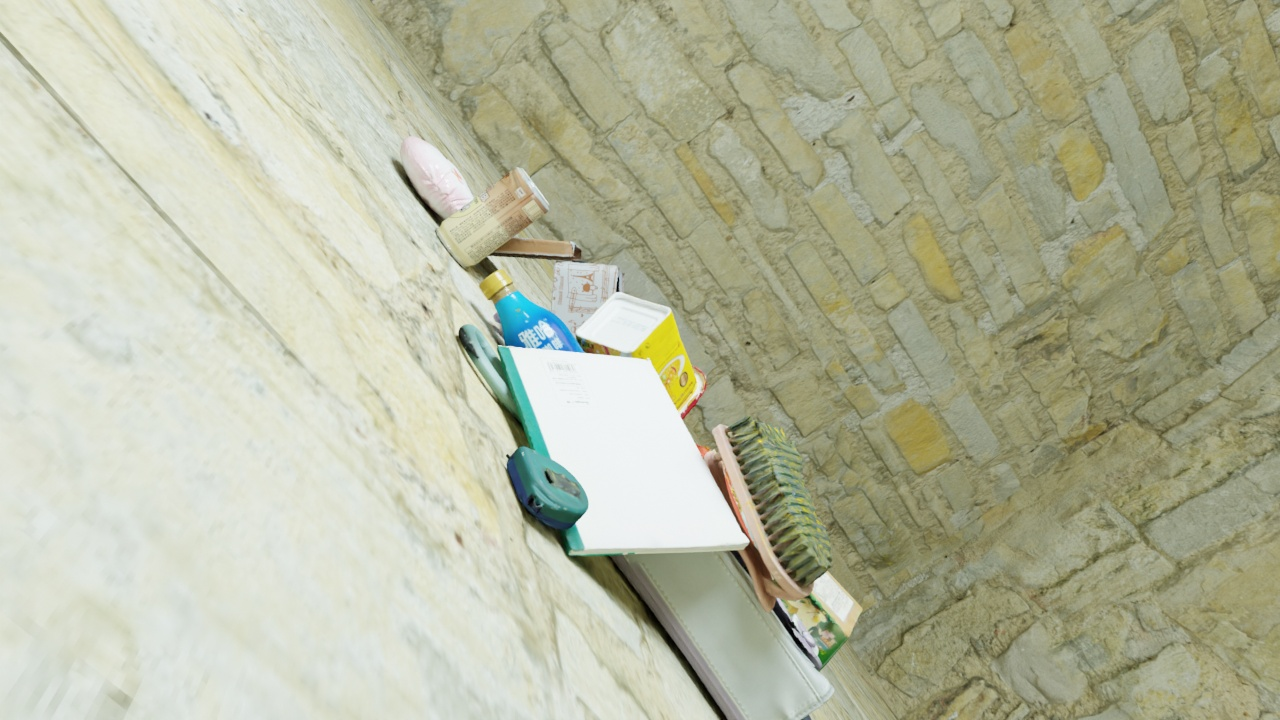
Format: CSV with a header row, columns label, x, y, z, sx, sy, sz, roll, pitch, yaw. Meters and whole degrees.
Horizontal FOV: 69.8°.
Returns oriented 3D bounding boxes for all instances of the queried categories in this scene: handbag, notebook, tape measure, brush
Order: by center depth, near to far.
label,x,y,z,sx,sy,sz,roll,pitch,yaw
tape measure,-0.060,0.085,0.610,0.054,0.025,0.058,29,19,-37
notebook,-0.019,0.064,0.715,0.150,0.012,0.209,5,39,-31
brush,0.098,0.119,0.715,0.063,0.073,0.145,22,40,-46
handbag,0.067,0.204,0.771,0.197,0.098,0.145,55,-3,5

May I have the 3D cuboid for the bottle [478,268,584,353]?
label,x,y,z,sx,sy,sz,roll,pitch,yaw
bottle,-0.082,0.007,0.895,0.218,0.065,0.065,53,3,-1

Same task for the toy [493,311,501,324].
label,x,y,z,sx,sy,sz,roll,pitch,yaw
toy,-0.111,-0.015,0.957,0.108,0.039,0.083,59,16,-8

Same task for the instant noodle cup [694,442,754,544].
label,x,y,z,sx,sy,sz,roll,pitch,yaw
instant noodle cup,0.062,0.167,0.918,0.189,0.079,0.164,153,-88,-83

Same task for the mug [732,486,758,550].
label,x,y,z,sx,sy,sz,roll,pitch,yaw
mug,0.121,0.208,1.175,0.082,0.106,0.112,27,-40,49

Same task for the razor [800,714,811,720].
label,x,y,z,sx,sy,sz,roll,pitch,yaw
razor,0.125,0.315,0.874,0.167,0.062,0.068,61,-26,21

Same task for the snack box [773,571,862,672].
label,x,y,z,sx,sy,sz,roll,pitch,yaw
snack box,0.174,0.284,0.998,0.118,0.106,0.117,48,23,10

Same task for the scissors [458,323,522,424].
label,x,y,z,sx,sy,sz,roll,pitch,yaw
scissors,-0.102,0.030,0.774,0.181,0.019,0.170,53,4,-34

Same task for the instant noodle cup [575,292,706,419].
label,x,y,z,sx,sy,sz,roll,pitch,yaw
instant noodle cup,-0.006,0.006,0.950,0.116,0.115,0.124,20,-39,33

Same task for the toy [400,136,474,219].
label,x,y,z,sx,sy,sz,roll,pitch,yaw
toy,-0.238,-0.210,1.075,0.121,0.054,0.159,54,-5,-22

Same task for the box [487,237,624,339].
label,x,y,z,sx,sy,sz,roll,pitch,yaw
box,-0.116,-0.068,1.143,0.181,0.197,0.157,-94,-170,-86

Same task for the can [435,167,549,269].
label,x,y,z,sx,sy,sz,roll,pitch,yaw
can,-0.161,-0.155,1.000,0.058,0.116,0.058,54,2,-3
